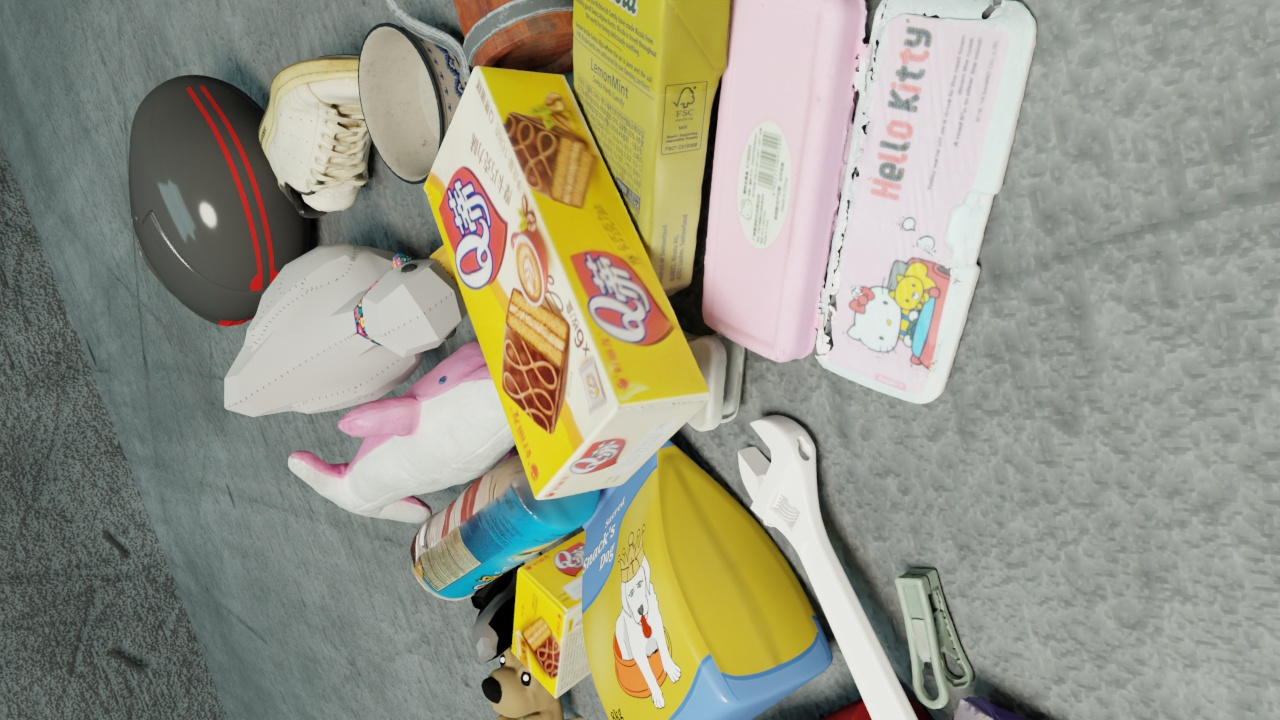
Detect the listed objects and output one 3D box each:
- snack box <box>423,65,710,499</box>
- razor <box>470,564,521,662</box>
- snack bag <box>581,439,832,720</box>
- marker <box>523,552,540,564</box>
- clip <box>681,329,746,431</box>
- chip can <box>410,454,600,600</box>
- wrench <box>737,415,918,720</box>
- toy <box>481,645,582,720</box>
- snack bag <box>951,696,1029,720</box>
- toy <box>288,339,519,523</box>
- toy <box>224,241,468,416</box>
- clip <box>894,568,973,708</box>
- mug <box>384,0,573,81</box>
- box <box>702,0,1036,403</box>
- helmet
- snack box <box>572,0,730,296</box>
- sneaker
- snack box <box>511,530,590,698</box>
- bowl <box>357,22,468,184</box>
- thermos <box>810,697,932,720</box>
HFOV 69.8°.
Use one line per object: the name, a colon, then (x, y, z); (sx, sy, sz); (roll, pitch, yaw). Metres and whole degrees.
snack box: (-0.052, -0.047, 0.532); (0.110, 0.061, 0.230); (-50, 56, 46)
razor: (-0.123, 0.228, 0.815); (0.156, 0.060, 0.057); (-154, 71, -82)
snack bag: (0.019, 0.158, 0.647); (0.205, 0.102, 0.159); (62, 143, 26)
marker: (-0.101, 0.189, 0.853); (0.138, 0.022, 0.016); (56, 146, 12)
clip: (-0.010, 0.004, 0.584); (0.152, 0.091, 0.126); (15, 108, 38)
chip can: (-0.118, 0.134, 0.753); (0.230, 0.079, 0.080); (-39, 78, 49)
wrench: (0.124, 0.157, 0.535); (0.273, 0.018, 0.066); (67, 148, 20)
toy: (-0.099, 0.312, 0.862); (0.134, 0.105, 0.108); (15, 108, 50)
snack bag: (0.216, 0.285, 0.504); (0.096, 0.058, 0.205); (16, 121, 45)
toy: (-0.180, 0.055, 0.807); (0.266, 0.186, 0.127); (-32, 44, 30)
toy: (-0.243, -0.031, 0.786); (0.141, 0.246, 0.268); (60, 164, -19)
clip: (0.166, 0.156, 0.523); (0.023, 0.035, 0.074); (-14, 92, 53)
mug: (-0.101, -0.232, 0.573); (0.081, 0.117, 0.111); (102, 147, -87)
box: (0.099, -0.084, 0.465); (0.155, 0.044, 0.202); (28, 127, 38)
helmet: (-0.426, -0.156, 0.943); (0.170, 0.163, 0.265); (11, 117, 48)
snack box: (0.001, -0.138, 0.527); (0.121, 0.045, 0.181); (-128, 33, -46)
sneaker: (-0.276, -0.189, 0.809); (0.242, 0.088, 0.102); (-14, 89, 56)
snack box: (-0.055, 0.208, 0.761); (0.061, 0.083, 0.106); (34, 131, 33)
bowl: (-0.158, -0.197, 0.694); (0.116, 0.059, 0.116); (25, 126, 40)
thermos: (0.116, 0.293, 0.605); (0.108, 0.083, 0.199); (56, 139, 14)
